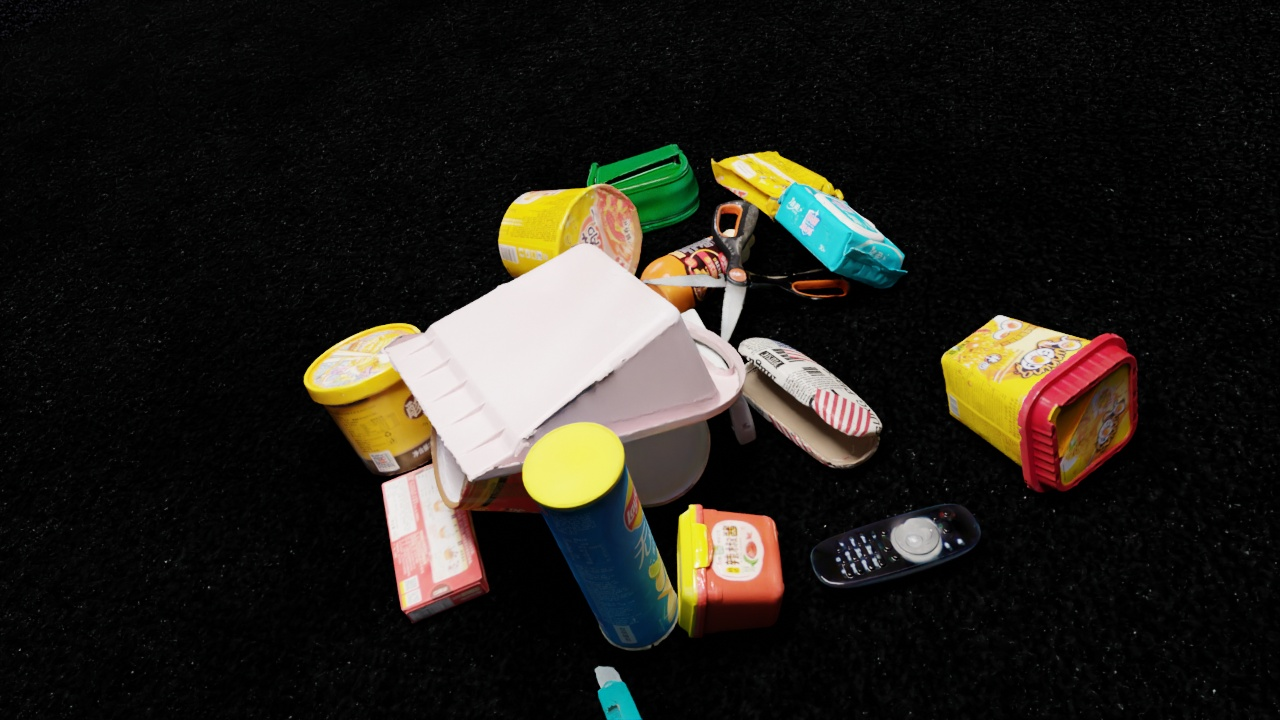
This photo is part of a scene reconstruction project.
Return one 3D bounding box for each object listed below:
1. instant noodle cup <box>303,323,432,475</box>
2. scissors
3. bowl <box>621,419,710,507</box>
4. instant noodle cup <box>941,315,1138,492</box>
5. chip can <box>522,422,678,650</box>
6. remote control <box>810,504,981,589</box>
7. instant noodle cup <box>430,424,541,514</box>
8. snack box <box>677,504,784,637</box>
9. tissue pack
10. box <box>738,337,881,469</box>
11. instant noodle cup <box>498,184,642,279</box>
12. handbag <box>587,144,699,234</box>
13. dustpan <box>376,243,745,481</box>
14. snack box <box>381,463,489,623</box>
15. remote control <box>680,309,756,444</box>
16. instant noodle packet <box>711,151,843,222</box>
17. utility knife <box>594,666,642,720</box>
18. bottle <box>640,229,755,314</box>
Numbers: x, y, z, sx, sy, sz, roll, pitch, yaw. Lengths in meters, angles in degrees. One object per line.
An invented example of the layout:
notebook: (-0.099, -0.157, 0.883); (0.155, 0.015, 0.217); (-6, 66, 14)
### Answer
instant noodle cup: (-0.251, 0.042, 0.906); (0.118, 0.114, 0.118); (-15, 28, 8)
scissors: (0.112, -0.096, 0.953); (0.233, 0.022, 0.220); (2, 48, -11)
bowl: (0.002, 0.073, 0.837); (0.113, 0.113, 0.062); (-26, 4, -9)
instant noodle cup: (0.329, 0.028, 0.770); (0.116, 0.116, 0.124); (-33, 35, -14)
chip can: (-0.024, 0.139, 0.691); (0.071, 0.210, 0.071); (-9, 46, 9)
remote control: (0.205, 0.153, 0.741); (0.136, 0.024, 0.053); (-16, 43, 0)
instant noodle cup: (-0.118, 0.072, 0.810); (0.108, 0.138, 0.138); (1, 37, -29)
snack box: (0.070, 0.169, 0.733); (0.080, 0.082, 0.091); (1, 47, -1)
tissue pack: (0.209, -0.130, 0.959); (0.050, 0.093, 0.133); (-58, 42, 23)
box: (0.153, 0.024, 0.840); (0.075, 0.082, 0.163); (-27, 43, -19)
instant noodle cup: (-0.083, -0.131, 1.031); (0.110, 0.138, 0.137); (14, 52, 39)
handbag: (0.003, -0.214, 1.129); (0.131, 0.068, 0.120); (-15, 38, 4)
dustpan: (-0.050, 0.016, 0.790); (0.273, 0.139, 0.222); (-33, 41, -9)
snack box: (-0.192, 0.162, 0.851); (0.075, 0.025, 0.152); (-22, 45, -5)
remote control: (0.073, 0.015, 0.889); (0.021, 0.058, 0.150); (-22, 44, -2)
instant noodle packet: (0.154, -0.205, 1.070); (0.110, 0.044, 0.128); (-12, 39, -33)
utility knife: (-0.001, 0.295, 0.675); (0.029, 0.013, 0.166); (-23, 45, -8)
bottle: (0.069, -0.103, 1.004); (0.149, 0.067, 0.067); (-34, 47, -26)
